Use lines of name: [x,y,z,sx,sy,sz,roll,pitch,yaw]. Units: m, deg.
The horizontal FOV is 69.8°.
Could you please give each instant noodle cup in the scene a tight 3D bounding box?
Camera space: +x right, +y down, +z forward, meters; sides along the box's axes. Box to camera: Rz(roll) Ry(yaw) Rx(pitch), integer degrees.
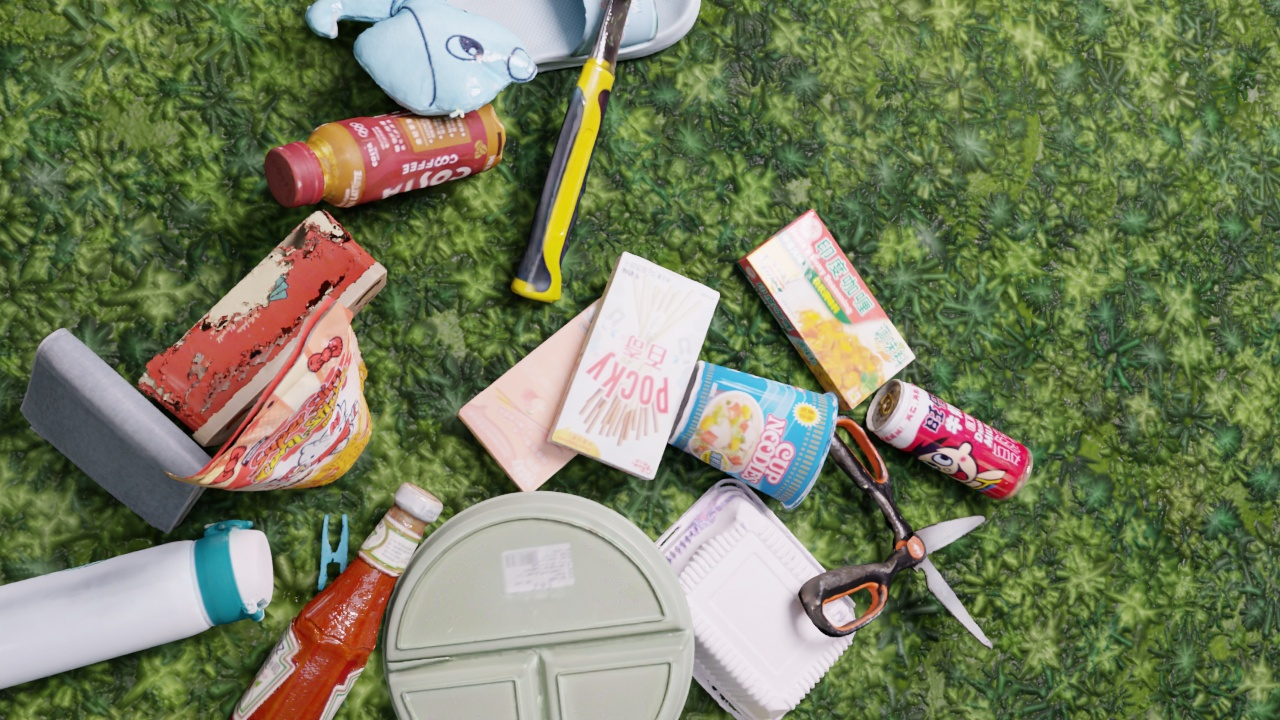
instant noodle cup: [0.088,0.194,0.718,0.137,0.060,0.173,-43,94,-14]
instant noodle cup: [0.083,0.052,0.718,0.110,0.099,0.099,21,80,-3]

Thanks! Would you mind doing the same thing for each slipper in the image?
slipper: [-0.069,-0.283,0.720,0.245,0.074,0.104,-19,88,-13]

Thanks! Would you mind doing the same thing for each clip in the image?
clip: [-0.223,0.140,0.670,0.046,0.014,0.057,0,86,-12]

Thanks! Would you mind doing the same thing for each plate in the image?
plate: [-0.076,0.210,0.663,0.230,0.027,0.230,0,88,0]

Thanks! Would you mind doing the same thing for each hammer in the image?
hammer: [-0.039,-0.202,0.689,0.126,0.032,0.323,11,100,-40]

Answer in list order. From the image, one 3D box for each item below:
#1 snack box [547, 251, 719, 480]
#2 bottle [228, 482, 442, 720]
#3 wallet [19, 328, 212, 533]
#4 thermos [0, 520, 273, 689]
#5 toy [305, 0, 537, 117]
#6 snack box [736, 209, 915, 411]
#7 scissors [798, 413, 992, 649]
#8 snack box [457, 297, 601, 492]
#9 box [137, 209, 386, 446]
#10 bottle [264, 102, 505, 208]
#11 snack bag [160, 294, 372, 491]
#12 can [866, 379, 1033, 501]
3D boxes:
snack box: [-0.004,0.004,0.703,0.084,0.027,0.156,23,79,-12]
bottle: [-0.207,0.180,0.639,0.060,0.060,0.206,33,83,-9]
wallet: [-0.345,0.050,0.610,0.129,0.107,0.036,44,42,-7]
thermos: [-0.362,0.164,0.608,0.224,0.073,0.073,-13,88,-15]
toy: [-0.157,-0.229,0.657,0.161,0.050,0.156,-4,66,-8]
snack box: [0.157,-0.042,0.774,0.077,0.027,0.156,-37,94,-16]
scissors: [0.204,0.148,0.737,0.220,0.022,0.230,-33,84,-38]
snack box: [-0.056,0.024,0.716,0.157,0.026,0.084,-39,95,-14]
box: [-0.263,-0.027,0.637,0.077,0.091,0.168,44,76,-9]
bottle: [-0.177,-0.146,0.651,0.174,0.058,0.057,-29,92,-44]
snack bag: [-0.219,0.034,0.582,0.073,0.208,0.128,40,75,-2]
can: [0.260,0.067,0.775,0.132,0.053,0.053,28,78,-10]
